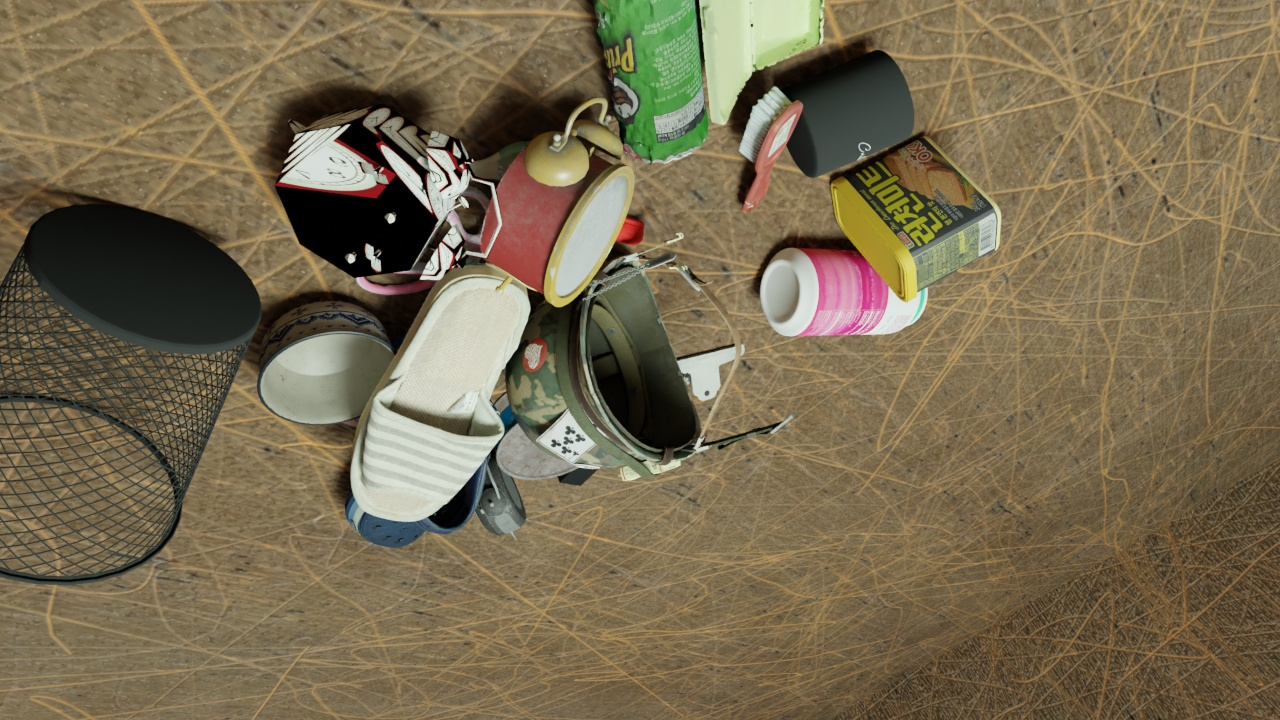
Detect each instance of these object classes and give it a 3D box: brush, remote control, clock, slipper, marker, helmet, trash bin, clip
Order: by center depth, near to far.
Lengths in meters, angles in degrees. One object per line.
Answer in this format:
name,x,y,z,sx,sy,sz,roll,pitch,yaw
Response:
clock,-0.172,-0.109,0.635,0.155,0.064,0.115,14,123,3
trash bin,-0.380,0.017,0.644,0.183,0.184,0.211,16,122,-42
clock,-0.064,-0.124,0.685,0.116,0.081,0.159,-45,162,-56
brush,-0.160,-0.141,0.708,0.217,0.012,0.033,-13,142,-14
slipper,-0.171,0.040,0.777,0.114,0.054,0.273,14,120,-24
brush,0.101,-0.175,0.781,0.041,0.030,0.172,-45,171,-13
marker,-0.058,-0.124,0.781,0.144,0.021,0.023,10,109,-39
helmet,-0.007,0.005,0.816,0.236,0.192,0.224,-20,-176,7
slipper,-0.212,0.128,0.916,0.104,0.095,0.254,-19,157,-48
clock,-0.162,0.143,0.993,0.044,0.091,0.123,-25,150,-2
clip,0.068,0.012,1.032,0.101,0.041,0.054,-13,124,-16
remote control,-0.040,0.098,1.076,0.034,0.013,0.150,17,128,-43

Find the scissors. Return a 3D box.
scissors,-0.147,-0.089,0.770,0.170,0.014,0.168,1,143,-30

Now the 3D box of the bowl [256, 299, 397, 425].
bowl,-0.265,-0.005,0.774,0.115,0.059,0.116,-16,143,-13

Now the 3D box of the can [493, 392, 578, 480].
can,-0.097,0.072,0.983,0.130,0.044,0.130,-16,143,-13

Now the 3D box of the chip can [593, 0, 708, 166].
chip can,0.003,-0.242,0.626,0.075,0.075,0.223,-21,143,-6

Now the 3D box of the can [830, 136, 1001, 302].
can,0.258,-0.136,0.864,0.101,0.130,0.072,-29,144,0

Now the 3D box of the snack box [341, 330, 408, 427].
snack box,-0.202,0.014,0.851,0.154,0.033,0.088,-36,148,15

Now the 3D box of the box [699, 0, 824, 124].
box,0.080,-0.277,0.644,0.140,0.048,0.188,-47,151,-20

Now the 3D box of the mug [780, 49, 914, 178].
mug,0.169,-0.202,0.784,0.088,0.078,0.113,-23,170,-3

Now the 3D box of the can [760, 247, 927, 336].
can,0.211,-0.070,0.951,0.165,0.088,0.088,-2,138,-29
